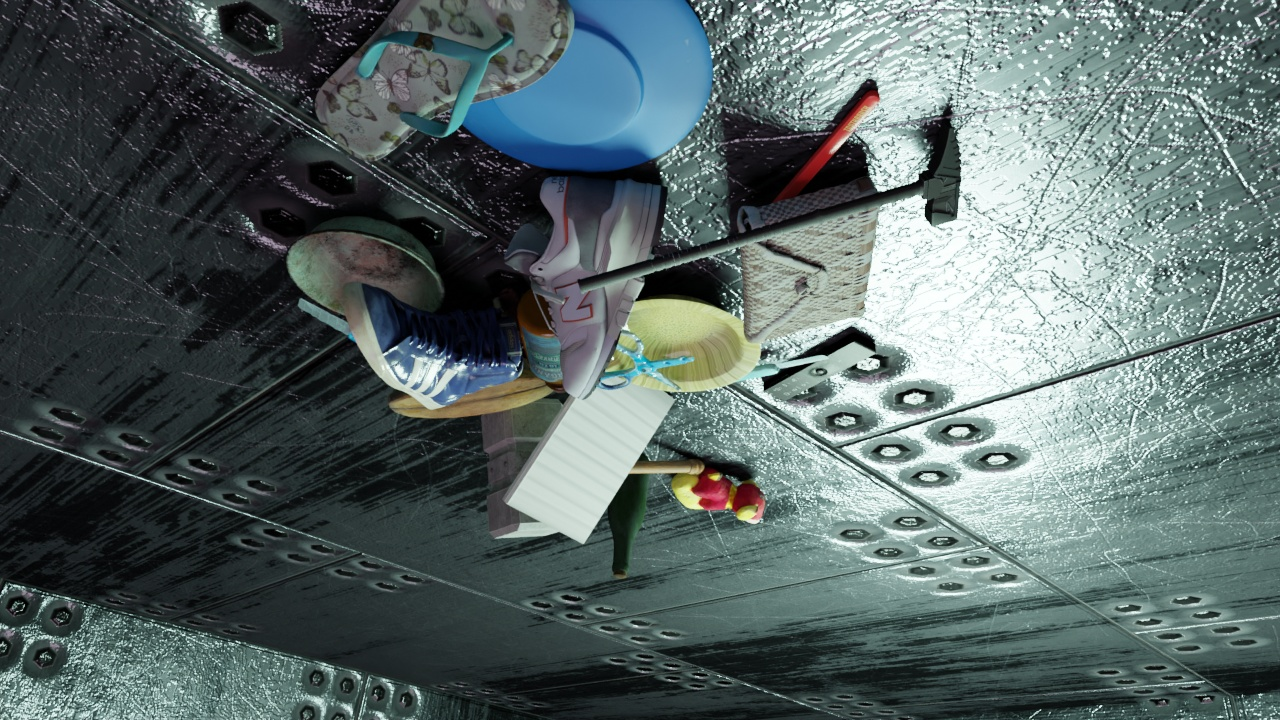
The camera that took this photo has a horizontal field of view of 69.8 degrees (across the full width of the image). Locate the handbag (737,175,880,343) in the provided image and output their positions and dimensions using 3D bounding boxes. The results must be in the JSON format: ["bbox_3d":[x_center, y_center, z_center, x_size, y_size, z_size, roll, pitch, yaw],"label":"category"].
[{"bbox_3d":[0.153,-0.081,0.844,0.124,0.047,0.186,-16,147,-2],"label":"handbag"}]

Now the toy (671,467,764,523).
[{"bbox_3d":[0.112,0.189,1.321,0.137,0.067,0.106,13,148,13],"label":"toy"}]

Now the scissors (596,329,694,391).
[{"bbox_3d":[-0.007,0.006,1.006,0.140,0.011,0.134,-21,142,37],"label":"scissors"}]

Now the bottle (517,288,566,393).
[{"bbox_3d":[-0.092,-0.014,1.002,0.068,0.067,0.157,4,149,3],"label":"bottle"}]

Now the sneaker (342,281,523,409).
[{"bbox_3d":[-0.189,-0.021,0.915,0.118,0.091,0.233,-16,154,3],"label":"sneaker"}]

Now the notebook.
[{"bbox_3d":[-0.057,0.103,1.087,0.009,0.209,0.142,27,171,48],"label":"notebook"}]

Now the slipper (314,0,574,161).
[{"bbox_3d":[-0.166,-0.213,0.678,0.269,0.054,0.098,-13,125,39],"label":"slipper"}]

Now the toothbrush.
[{"bbox_3d":[0.138,-0.152,0.783,0.012,0.017,0.213,16,147,-17],"label":"toothbrush"}]

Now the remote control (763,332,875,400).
[{"bbox_3d":[0.201,0.010,1.045,0.034,0.013,0.150,23,145,-26],"label":"remote control"}]

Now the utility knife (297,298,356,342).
[{"bbox_3d":[-0.289,-0.017,1.024,0.031,0.015,0.221,-23,144,28],"label":"utility knife"}]

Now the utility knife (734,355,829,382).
[{"bbox_3d":[0.138,0.013,1.051,0.166,0.015,0.022,-12,144,35],"label":"utility knife"}]

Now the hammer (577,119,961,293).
[{"bbox_3d":[0.104,-0.110,0.747,0.325,0.015,0.095,-16,136,-1],"label":"hammer"}]

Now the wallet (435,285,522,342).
[{"bbox_3d":[-0.177,-0.037,1.007,0.116,0.018,0.091,-18,145,6],"label":"wallet"}]

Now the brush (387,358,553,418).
[{"bbox_3d":[-0.195,0.031,1.072,0.195,0.043,0.059,-8,138,-15],"label":"brush"}]

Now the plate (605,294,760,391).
[{"bbox_3d":[0.036,-0.027,0.988,0.184,0.036,0.185,5,149,3],"label":"plate"}]

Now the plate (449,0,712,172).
[{"bbox_3d":[-0.057,-0.215,0.704,0.224,0.024,0.225,4,149,2],"label":"plate"}]

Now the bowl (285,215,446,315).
[{"bbox_3d":[-0.272,-0.095,0.926,0.157,0.038,0.158,4,149,2],"label":"bowl"}]

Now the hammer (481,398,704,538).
[{"bbox_3d":[-0.044,0.141,1.208,0.317,0.162,0.083,4,161,-33],"label":"hammer"}]

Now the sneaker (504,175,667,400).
[{"bbox_3d":[-0.067,-0.076,0.854,0.124,0.088,0.240,19,124,-9],"label":"sneaker"}]

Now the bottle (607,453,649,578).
[{"bbox_3d":[-0.020,0.214,1.264,0.055,0.173,0.055,4,149,2],"label":"bottle"}]
